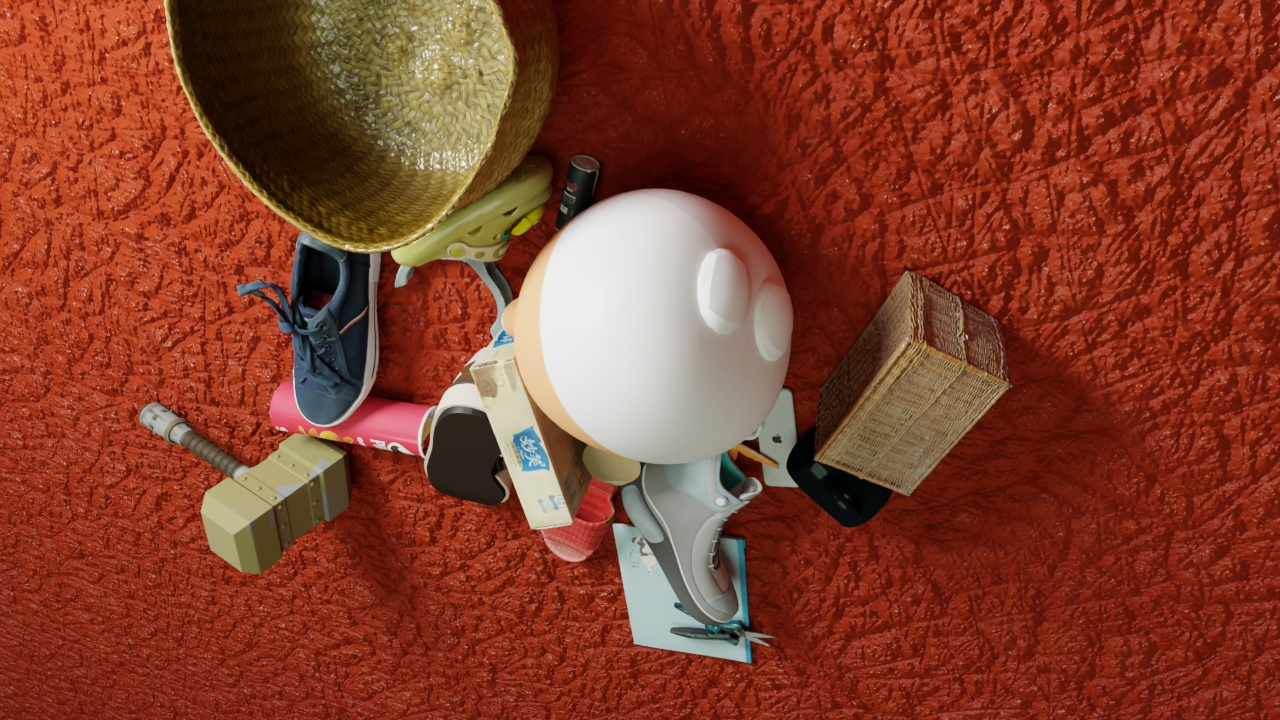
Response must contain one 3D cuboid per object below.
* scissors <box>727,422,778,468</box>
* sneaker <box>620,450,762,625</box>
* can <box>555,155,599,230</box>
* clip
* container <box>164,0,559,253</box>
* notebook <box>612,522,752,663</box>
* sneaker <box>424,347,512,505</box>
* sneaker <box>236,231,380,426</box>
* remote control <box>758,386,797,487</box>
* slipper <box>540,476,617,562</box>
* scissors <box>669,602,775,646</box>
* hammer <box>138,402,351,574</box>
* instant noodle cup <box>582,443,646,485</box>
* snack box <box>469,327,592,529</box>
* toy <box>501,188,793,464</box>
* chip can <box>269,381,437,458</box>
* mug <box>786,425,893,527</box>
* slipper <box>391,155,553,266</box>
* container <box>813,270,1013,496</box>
[{"bbox_3d":[0.110,0.096,1.089,0.125,0.011,0.131,27,136,3],"label":"scissors"},{"bbox_3d":[0.095,0.211,1.126,0.161,0.092,0.257,-21,110,28],"label":"sneaker"},{"bbox_3d":[-0.065,-0.170,0.948,0.031,0.031,0.081,21,129,3],"label":"can"},{"bbox_3d":[-0.189,-0.083,1.058,0.169,0.031,0.164,-26,115,33],"label":"clip"},{"bbox_3d":[-0.226,-0.275,0.804,0.307,0.196,0.307,6,118,11],"label":"container"},{"bbox_3d":[0.063,0.328,1.282,0.181,0.009,0.254,3,126,16],"label":"notebook"},{"bbox_3d":[-0.204,0.082,1.152,0.112,0.116,0.295,14,148,-1],"label":"sneaker"},{"bbox_3d":[-0.385,-0.031,1.075,0.121,0.127,0.295,21,121,7],"label":"sneaker"},{"bbox_3d":[0.161,0.091,1.076,0.045,0.008,0.147,1,125,19],"label":"remote control"},{"bbox_3d":[-0.082,0.185,1.196,0.103,0.059,0.249,20,127,3],"label":"slipper"},{"bbox_3d":[0.104,0.376,1.284,0.151,0.019,0.119,39,127,-14],"label":"scissors"},{"bbox_3d":[-0.590,0.142,1.292,0.325,0.189,0.101,26,131,22],"label":"hammer"},{"bbox_3d":[-0.016,0.082,1.064,0.100,0.112,0.100,9,126,12],"label":"instant noodle cup"},{"bbox_3d":[-0.112,0.061,1.035,0.055,0.153,0.207,-10,113,16],"label":"snack box"},{"bbox_3d":[0.004,-0.034,0.889,0.281,0.265,0.262,-7,157,44],"label":"toy"},{"bbox_3d":[-0.373,0.077,1.210,0.221,0.069,0.069,9,127,13],"label":"chip can"},{"bbox_3d":[0.221,0.133,1.015,0.094,0.121,0.085,41,111,-12],"label":"mug"},{"bbox_3d":[-0.165,-0.137,0.945,0.191,0.091,0.081,-27,117,11],"label":"slipper"},{"bbox_3d":[0.269,0.029,0.927,0.112,0.113,0.199,24,131,-5],"label":"container"}]
